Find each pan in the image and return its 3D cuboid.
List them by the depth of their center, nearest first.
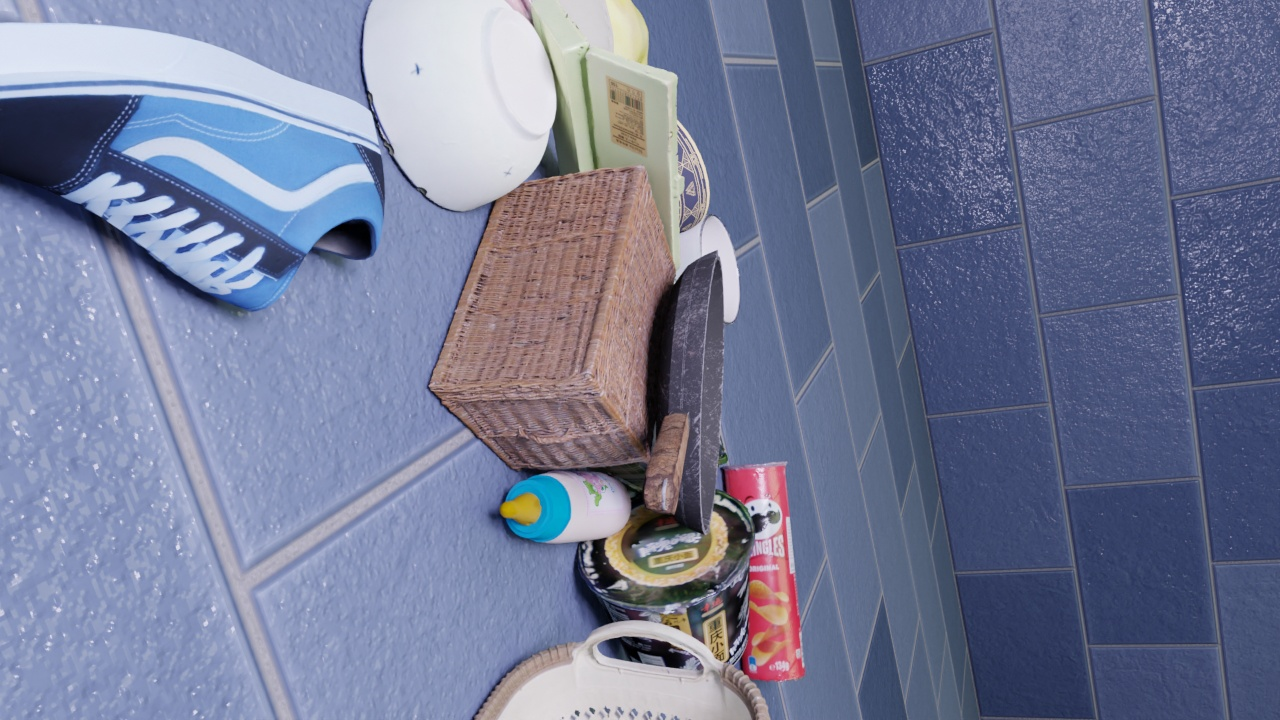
[{"bbox_3d":[0.026,0.036,0.598,0.356,0.040,0.208,-39,131,-77],"label":"pan"}]

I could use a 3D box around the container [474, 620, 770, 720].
[{"bbox_3d":[-0.024,0.285,0.520,0.245,0.185,0.143,-54,141,-56],"label":"container"}]

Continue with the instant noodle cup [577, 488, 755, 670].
[{"bbox_3d":[0.028,0.183,0.730,0.137,0.137,0.112,-63,148,-52],"label":"instant noodle cup"}]

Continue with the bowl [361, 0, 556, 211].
[{"bbox_3d":[-0.106,-0.181,0.608,0.153,0.073,0.153,-7,90,-67],"label":"bowl"}]

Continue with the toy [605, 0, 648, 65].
[{"bbox_3d":[-0.032,-0.258,0.807,0.170,0.065,0.155,-57,153,-51],"label":"toy"}]

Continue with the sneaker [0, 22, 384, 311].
[{"bbox_3d":[-0.185,-0.071,0.386,0.240,0.083,0.098,-13,94,-69],"label":"sneaker"}]

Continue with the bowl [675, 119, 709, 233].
[{"bbox_3d":[-0.003,-0.150,0.768,0.061,0.112,0.112,-32,117,-25],"label":"bowl"}]

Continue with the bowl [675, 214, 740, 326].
[{"bbox_3d":[0.054,-0.087,0.939,0.116,0.066,0.116,-8,90,-66],"label":"bowl"}]

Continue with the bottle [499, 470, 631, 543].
[{"bbox_3d":[-0.056,0.104,0.650,0.146,0.051,0.051,16,68,-64],"label":"bottle"}]

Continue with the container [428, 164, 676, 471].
[{"bbox_3d":[-0.047,-0.027,0.637,0.113,0.114,0.198,60,33,-48],"label":"container"}]

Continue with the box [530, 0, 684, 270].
[{"bbox_3d":[-0.026,-0.154,0.670,0.043,0.141,0.188,-40,153,-22],"label":"box"}]

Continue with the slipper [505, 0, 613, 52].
[{"bbox_3d":[-0.107,-0.329,0.672,0.274,0.055,0.113,58,34,-21],"label":"slipper"}]

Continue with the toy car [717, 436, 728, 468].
[{"bbox_3d":[0.061,0.101,0.930,0.091,0.036,0.042,-60,136,-55],"label":"toy car"}]

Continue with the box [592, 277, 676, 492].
[{"bbox_3d":[-0.005,0.005,0.805,0.117,0.050,0.205,36,50,-54],"label":"box"}]

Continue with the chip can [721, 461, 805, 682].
[{"bbox_3d":[0.137,0.230,1.015,0.073,0.073,0.233,10,74,-65],"label":"chip can"}]
